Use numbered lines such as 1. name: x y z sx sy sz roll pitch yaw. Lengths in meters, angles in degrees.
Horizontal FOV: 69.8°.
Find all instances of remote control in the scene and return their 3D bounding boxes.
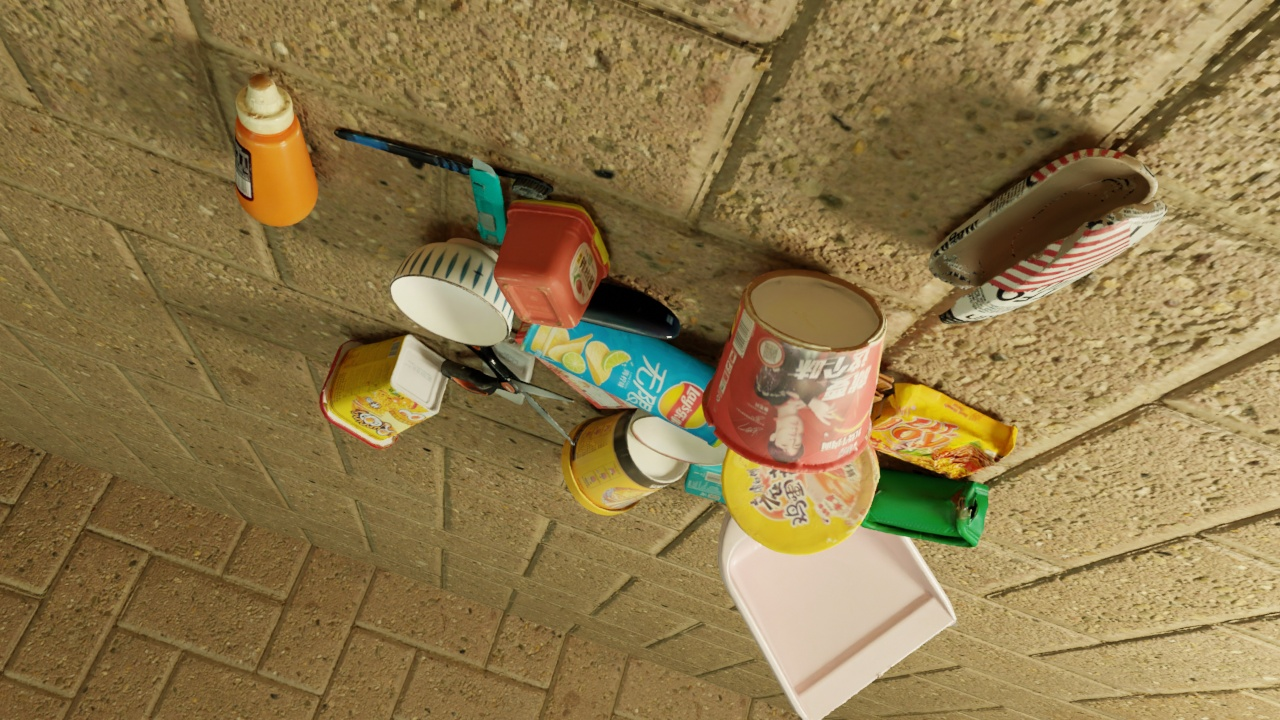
1. remote control: -0.150 0.006 1.041 0.058 0.021 0.150 28 154 0
2. remote control: -0.029 -0.050 0.815 0.136 0.053 0.024 13 126 -5

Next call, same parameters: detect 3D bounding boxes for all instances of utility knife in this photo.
1. utility knife: -0.124 -0.125 0.747 0.029 0.013 0.166 17 164 0

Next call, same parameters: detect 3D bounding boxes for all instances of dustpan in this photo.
1. dustpan: 0.207 0.247 1.026 0.273 0.222 0.139 52 172 13

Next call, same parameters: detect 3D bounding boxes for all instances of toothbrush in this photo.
1. toothbrush: -0.159 -0.157 0.731 0.189 0.016 0.014 16 154 8

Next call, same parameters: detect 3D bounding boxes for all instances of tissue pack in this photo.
1. tissue pack: 0.104 0.132 1.090 0.093 0.050 0.134 15 155 4

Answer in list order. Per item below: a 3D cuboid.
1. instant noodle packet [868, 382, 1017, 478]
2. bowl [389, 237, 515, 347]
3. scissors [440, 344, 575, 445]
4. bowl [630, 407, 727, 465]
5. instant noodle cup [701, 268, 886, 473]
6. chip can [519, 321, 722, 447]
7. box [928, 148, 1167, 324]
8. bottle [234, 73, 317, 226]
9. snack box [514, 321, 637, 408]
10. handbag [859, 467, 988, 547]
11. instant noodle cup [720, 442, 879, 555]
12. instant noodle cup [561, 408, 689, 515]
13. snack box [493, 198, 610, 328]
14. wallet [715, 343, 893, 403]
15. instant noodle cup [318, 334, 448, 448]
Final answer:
1. instant noodle packet: 0.270 0.068 0.860 0.128 0.044 0.111 22 152 -8
2. bowl: -0.165 -0.070 0.849 0.116 0.066 0.117 15 154 7
3. scissors: -0.161 0.018 1.014 0.233 0.021 0.221 49 152 -22
4. bowl: 0.051 0.060 0.968 0.113 0.062 0.114 14 155 7
5. instant noodle cup: 0.123 0.003 0.707 0.138 0.137 0.109 15 128 9
6. chip can: -0.005 0.005 0.867 0.210 0.071 0.071 27 154 -6
7. box: 0.249 -0.081 0.581 0.075 0.082 0.164 -9 162 -22
8. bottle: -0.301 -0.173 0.747 0.067 0.066 0.150 20 148 -3
9. snack box: -0.057 0.005 0.973 0.075 0.025 0.153 -3 147 39
10. handbag: 0.288 0.151 0.952 0.131 0.068 0.120 7 171 28
11. instant noodle cup: 0.145 0.107 0.879 0.138 0.138 0.109 17 -178 4
12. instant noodle cup: -0.012 0.109 1.058 0.118 0.118 0.115 31 144 -24
13. snack box: -0.077 -0.078 0.758 0.082 0.080 0.091 10 154 20
14. wallet: 0.147 0.009 0.837 0.131 0.031 0.108 24 158 -12
15. instant noodle cup: -0.303 0.031 1.108 0.124 0.115 0.116 -18 137 34
